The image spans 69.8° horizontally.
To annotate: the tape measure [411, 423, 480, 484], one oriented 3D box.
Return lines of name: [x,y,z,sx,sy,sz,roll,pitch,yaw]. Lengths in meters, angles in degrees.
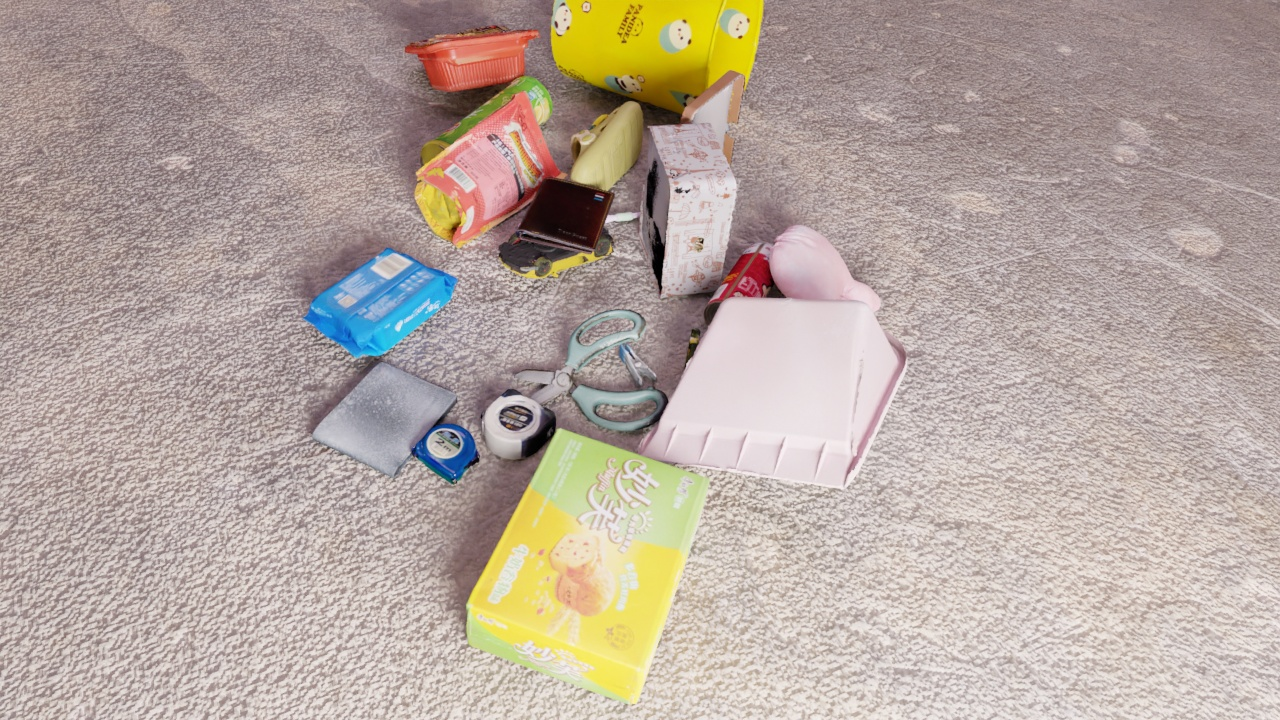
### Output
tape measure: [-0.190,0.091,0.910,0.058,0.025,0.054,34,50,10]

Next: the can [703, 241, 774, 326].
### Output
can: [0.126,-0.087,1.098,0.053,0.053,0.132,24,49,14]

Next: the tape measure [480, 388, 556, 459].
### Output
tape measure: [-0.128,0.067,0.935,0.066,0.034,0.065,30,48,21]

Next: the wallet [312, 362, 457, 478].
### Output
wallet: [-0.258,0.058,0.937,0.097,0.019,0.120,23,47,11]

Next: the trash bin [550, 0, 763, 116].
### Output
trash bin: [0.023,-0.481,1.345,0.255,0.230,0.228,18,47,16]

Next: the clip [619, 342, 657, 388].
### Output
clip: [-0.005,0.005,1.016,0.029,0.025,0.057,-24,59,-22]

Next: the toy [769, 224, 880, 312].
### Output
toy: [0.220,-0.093,1.101,0.159,0.054,0.121,39,48,-9]

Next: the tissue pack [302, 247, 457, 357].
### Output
tissue pack: [-0.287,-0.064,1.021,0.095,0.052,0.156,29,50,20]

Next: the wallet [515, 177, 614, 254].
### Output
wallet: [-0.090,-0.177,1.123,0.096,0.020,0.122,13,44,3]

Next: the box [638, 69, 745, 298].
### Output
box: [0.065,-0.220,1.129,0.124,0.179,0.273,11,48,5]

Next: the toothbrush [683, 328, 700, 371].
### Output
toothbrush: [0.046,0.030,1.008,0.017,0.012,0.185,4,46,11]

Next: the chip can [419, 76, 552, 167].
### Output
chip can: [-0.204,-0.313,1.248,0.072,0.073,0.220,26,49,15]

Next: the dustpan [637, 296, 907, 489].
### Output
dustpan: [0.160,0.036,0.950,0.223,0.139,0.272,8,61,33]

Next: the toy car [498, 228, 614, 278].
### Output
toy car: [-0.103,-0.136,1.119,0.155,0.041,0.071,-24,52,-33]

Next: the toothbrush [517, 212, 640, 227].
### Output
toothbrush: [-0.065,-0.184,1.186,0.189,0.029,0.021,-11,86,-16]

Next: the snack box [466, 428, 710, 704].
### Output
snack box: [-0.042,0.176,0.822,0.158,0.070,0.209,17,48,9]

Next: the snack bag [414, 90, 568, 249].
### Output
snack bag: [-0.187,-0.240,1.163,0.073,0.129,0.207,1,38,45]

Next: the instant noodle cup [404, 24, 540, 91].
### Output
instant noodle cup: [-0.240,-0.437,1.324,0.164,0.079,0.189,-16,22,-20]

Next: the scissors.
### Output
scissors: [-0.041,0.025,0.983,0.172,0.019,0.179,-35,67,-17]

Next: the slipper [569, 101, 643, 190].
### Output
slipper: [-0.059,-0.285,1.234,0.082,0.092,0.190,21,51,14]
